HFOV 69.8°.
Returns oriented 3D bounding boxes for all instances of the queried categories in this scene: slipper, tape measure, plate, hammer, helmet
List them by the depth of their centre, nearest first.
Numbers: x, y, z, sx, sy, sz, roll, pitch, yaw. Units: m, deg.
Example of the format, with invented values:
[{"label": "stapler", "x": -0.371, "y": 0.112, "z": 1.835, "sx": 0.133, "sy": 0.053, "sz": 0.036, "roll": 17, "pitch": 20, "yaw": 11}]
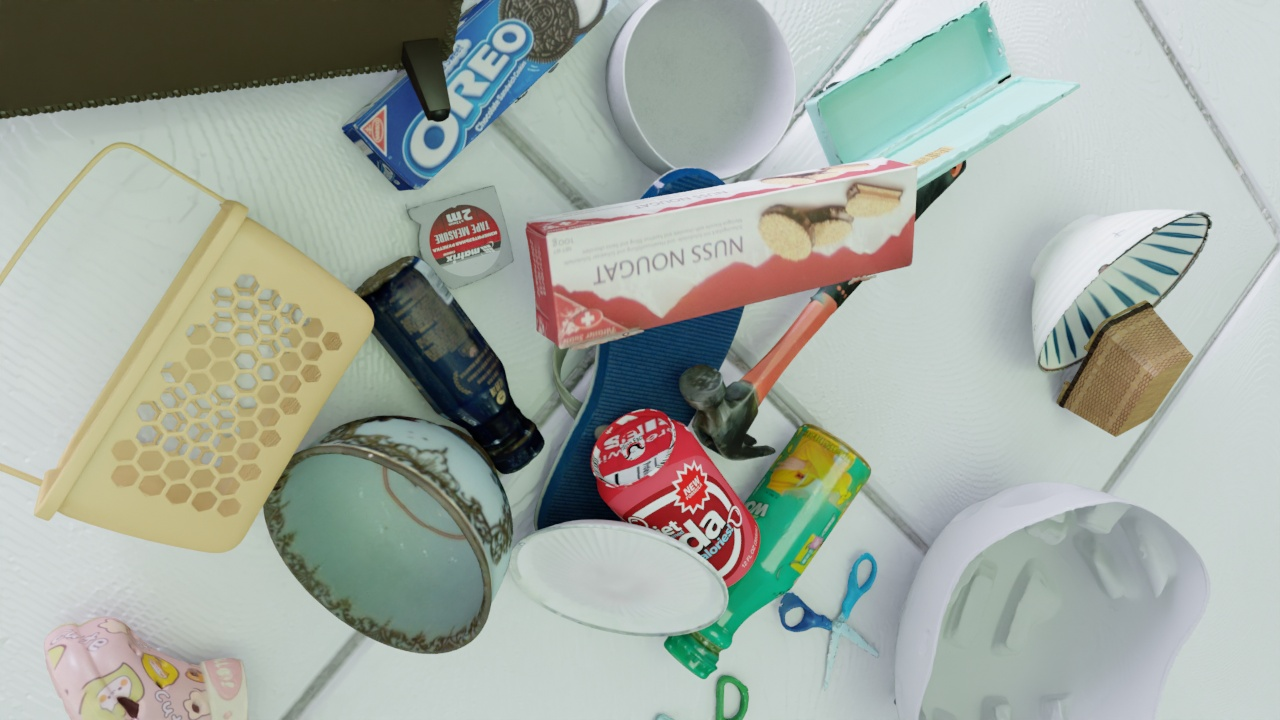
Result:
[{"label": "slipper", "x": -0.276, "y": 0.225, "z": 0.570, "sx": 0.081, "sy": 0.093, "sz": 0.197, "roll": -41, "pitch": 112, "yaw": -23}, {"label": "tape measure", "x": -0.120, "y": -0.083, "z": 0.620, "sx": 0.060, "sy": 0.020, "sz": 0.062, "roll": -19, "pitch": 104, "yaw": -13}, {"label": "plate", "x": -0.016, "y": 0.154, "z": 0.647, "sx": 0.157, "sy": 0.157, "sz": 0.014, "roll": 35, "pitch": 45, "yaw": -23}, {"label": "slipper", "x": -0.004, "y": 0.004, "z": 0.664, "sx": 0.118, "sy": 0.060, "sz": 0.295, "roll": 14, "pitch": 106, "yaw": -29}, {"label": "hammer", "x": 0.155, "y": -0.057, "z": 0.712, "sx": 0.332, "sy": 0.033, "sz": 0.133, "roll": -48, "pitch": 143, "yaw": -16}, {"label": "helmet", "x": 0.324, "y": 0.242, "z": 0.759, "sx": 0.224, "sy": 0.184, "sz": 0.282, "roll": 19, "pitch": 77, "yaw": -10}]

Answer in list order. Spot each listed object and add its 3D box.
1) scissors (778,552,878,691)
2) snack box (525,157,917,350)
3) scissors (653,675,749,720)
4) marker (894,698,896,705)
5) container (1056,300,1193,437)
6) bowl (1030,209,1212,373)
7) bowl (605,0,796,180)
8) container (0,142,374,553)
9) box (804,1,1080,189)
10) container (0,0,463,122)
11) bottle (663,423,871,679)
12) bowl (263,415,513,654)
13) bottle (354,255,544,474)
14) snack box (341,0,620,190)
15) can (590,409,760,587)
[{"label": "scissors", "x": 0.164, "y": 0.225, "z": 0.791, "sx": 0.129, "sy": 0.014, "sz": 0.127, "roll": 5, "pitch": 100, "yaw": -27}, {"label": "snack box", "x": 0.063, "y": -0.074, "z": 0.600, "sx": 0.272, "sy": 0.044, "sz": 0.077, "roll": -14, "pitch": 114, "yaw": -22}, {"label": "scissors", "x": 0.053, "y": 0.323, "z": 0.759, "sx": 0.121, "sy": 0.012, "sz": 0.128, "roll": 2, "pitch": 96, "yaw": -21}, {"label": "marker", "x": 0.289, "y": 0.286, "z": 0.847, "sx": 0.133, "sy": 0.018, "sz": 0.015, "roll": -24, "pitch": 144, "yaw": -18}, {"label": "container", "x": 0.428, "y": 0.013, "z": 0.810, "sx": 0.063, "sy": 0.061, "sz": 0.114, "roll": -23, "pitch": 142, "yaw": -19}, {"label": "bowl", "x": 0.389, "y": -0.076, "z": 0.788, "sx": 0.177, "sy": 0.071, "sz": 0.178, "roll": -24, "pitch": 147, "yaw": -18}, {"label": "bowl", "x": 0.036, "y": -0.191, "z": 0.644, "sx": 0.131, "sy": 0.064, "sz": 0.132, "roll": -3, "pitch": 99, "yaw": -22}, {"label": "container", "x": -0.268, "y": -0.005, "z": 0.512, "sx": 0.167, "sy": 0.129, "sz": 0.183, "roll": 33, "pitch": 83, "yaw": -31}, {"label": "box", "x": 0.234, "y": -0.206, "z": 0.715, "sx": 0.187, "sy": 0.110, "sz": 0.078, "roll": -31, "pitch": 126, "yaw": -13}, {"label": "container", "x": -0.238, "y": -0.218, "z": 0.433, "sx": 0.320, "sy": 0.177, "sz": 0.205, "roll": -14, "pitch": 82, "yaw": -20}, {"label": "bottle", "x": 0.096, "y": 0.150, "z": 0.719, "sx": 0.068, "sy": 0.068, "sz": 0.209, "roll": 40, "pitch": 82, "yaw": -23}, {"label": "bowl", "x": -0.144, "y": 0.096, "z": 0.587, "sx": 0.160, "sy": 0.160, "sz": 0.093, "roll": 62, "pitch": 33, "yaw": -18}, {"label": "bottle", "x": -0.123, "y": 0.006, "z": 0.612, "sx": 0.056, "sy": 0.056, "sz": 0.161, "roll": -39, "pitch": 112, "yaw": -13}, {"label": "snack box", "x": -0.089, "y": -0.205, "z": 0.595, "sx": 0.226, "sy": 0.059, "sz": 0.059, "roll": -45, "pitch": 115, "yaw": -10}, {"label": "can", "x": 0.027, "y": 0.102, "z": 0.647, "sx": 0.074, "sy": 0.074, "sz": 0.142, "roll": -45, "pitch": 129, "yaw": -11}]
